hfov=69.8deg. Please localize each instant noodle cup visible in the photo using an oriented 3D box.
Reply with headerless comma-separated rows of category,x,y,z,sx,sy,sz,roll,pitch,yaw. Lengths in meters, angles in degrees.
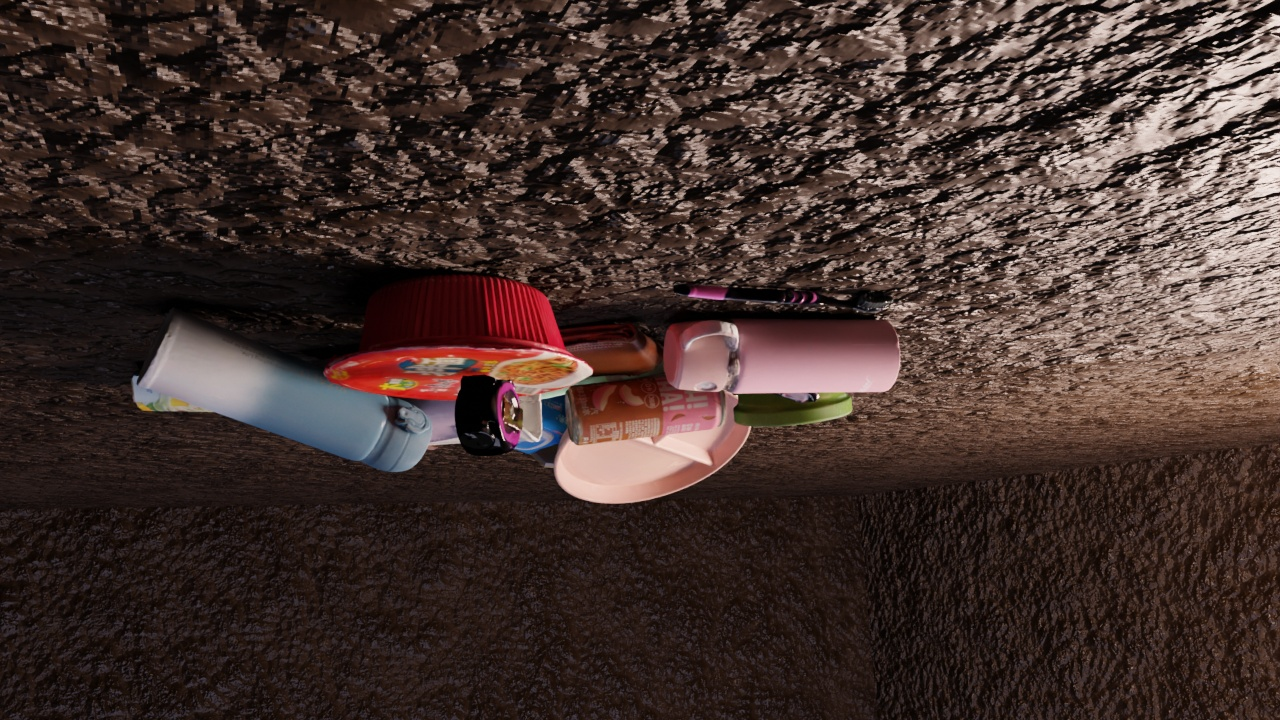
instant noodle cup,-0.134,-0.016,0.690,0.194,0.065,0.194,-2,167,-1

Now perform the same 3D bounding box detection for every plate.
plate,0.013,0.090,1.028,0.229,0.028,0.230,-13,144,-10

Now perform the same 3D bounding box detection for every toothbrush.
toothbrush,-0.005,0.005,0.892,0.225,0.027,0.026,-13,124,22
toothbrush,0.114,-0.050,0.709,0.189,0.014,0.018,2,157,-20

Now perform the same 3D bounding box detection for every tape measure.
tape measure,-0.109,0.041,0.671,0.039,0.057,0.058,-6,160,11

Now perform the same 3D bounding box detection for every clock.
clock,0.153,0.027,0.923,0.116,0.056,0.161,-5,-176,17

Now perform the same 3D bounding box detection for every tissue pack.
tissue pack,-0.133,0.062,1.013,0.157,0.052,0.095,23,147,-36

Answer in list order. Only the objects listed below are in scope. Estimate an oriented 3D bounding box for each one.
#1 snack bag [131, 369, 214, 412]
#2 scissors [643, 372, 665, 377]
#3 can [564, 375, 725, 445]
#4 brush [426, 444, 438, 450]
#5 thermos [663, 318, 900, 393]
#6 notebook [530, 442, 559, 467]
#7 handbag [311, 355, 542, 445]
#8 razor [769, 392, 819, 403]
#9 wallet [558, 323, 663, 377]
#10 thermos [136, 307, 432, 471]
snack bag,-0.398,0.031,0.923,0.190,0.038,0.111,1,156,-20
scissors,0.081,0.022,1.029,0.189,0.015,0.223,-2,168,-1
can,0.004,0.045,0.877,0.147,0.058,0.058,-6,169,-11
brush,-0.276,0.065,1.031,0.073,0.063,0.145,-20,164,16
thermos,0.123,-0.009,0.789,0.198,0.067,0.087,1,153,-13
notebook,-0.079,0.109,1.220,0.206,0.010,0.146,9,-161,-40
handbag,-0.206,0.037,0.869,0.197,0.098,0.145,-6,162,14
razor,0.093,0.017,0.839,0.143,0.043,0.022,15,-148,9
wallet,-0.048,-0.007,0.834,0.125,0.032,0.101,-7,165,16
thermos,-0.274,0.029,0.730,0.220,0.070,0.070,26,155,-30
